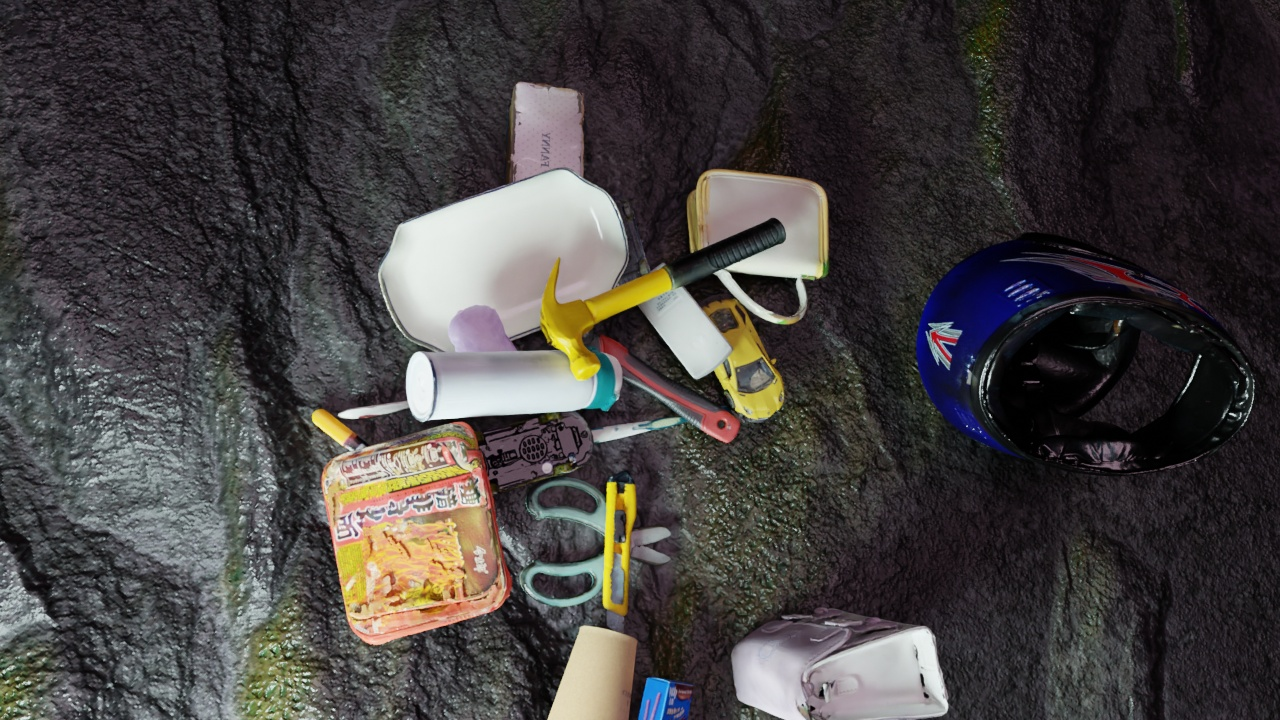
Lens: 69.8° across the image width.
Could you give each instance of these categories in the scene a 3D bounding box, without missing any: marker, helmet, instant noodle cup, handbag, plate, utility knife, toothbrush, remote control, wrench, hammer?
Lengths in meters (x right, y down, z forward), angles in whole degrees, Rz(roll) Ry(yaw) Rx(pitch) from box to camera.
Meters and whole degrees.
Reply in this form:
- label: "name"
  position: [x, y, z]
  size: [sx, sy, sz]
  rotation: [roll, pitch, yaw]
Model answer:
- label: "marker"
  position: [-0.290, 0.093, 0.954]
  size: [0.124, 0.015, 0.018]
  rotation: [39, 73, -4]
- label: "helmet"
  position: [0.469, -0.012, 1.027]
  size: [0.315, 0.240, 0.248]
  rotation: [11, 112, -3]
- label: "instant noodle cup"
  position: [-0.213, 0.168, 0.901]
  size: [0.164, 0.079, 0.188]
  rotation: [-15, 79, 6]
- label: "handbag"
  position: [0.186, 0.303, 0.912]
  size: [0.144, 0.197, 0.098]
  rotation: [-12, 81, -15]
- label: "plate"
  position: [-0.145, -0.106, 0.989]
  size: [0.265, 0.034, 0.162]
  rotation: [-22, 112, -8]
- label: "utility knife"
  position: [-0.022, 0.200, 0.967]
  size: [0.033, 0.015, 0.173]
  rotation: [4, 76, -10]
- label: "toothbrush"
  position: [0.018, 0.072, 1.028]
  size: [0.191, 0.018, 0.016]
  rotation: [-10, 79, -12]
- label: "remote control"
  position: [0.045, -0.044, 1.035]
  size: [0.056, 0.019, 0.135]
  rotation: [-40, 71, 6]
- label: "toothbrush"
  position: [-0.225, 0.048, 0.979]
  size: [0.187, 0.016, 0.017]
  rotation: [-8, 88, -15]
- label: "handbag"
  position: [0.137, -0.127, 1.076]
  size: [0.163, 0.063, 0.178]
  rotation: [4, 72, -12]
- label: "wrench"
  position: [-0.006, 0.006, 1.027]
  size: [0.273, 0.016, 0.056]
  rotation: [36, 75, 3]
- label: "hammer"
  position: [0.028, -0.089, 0.984]
  size: [0.300, 0.033, 0.128]
  rotation: [-25, 70, -21]

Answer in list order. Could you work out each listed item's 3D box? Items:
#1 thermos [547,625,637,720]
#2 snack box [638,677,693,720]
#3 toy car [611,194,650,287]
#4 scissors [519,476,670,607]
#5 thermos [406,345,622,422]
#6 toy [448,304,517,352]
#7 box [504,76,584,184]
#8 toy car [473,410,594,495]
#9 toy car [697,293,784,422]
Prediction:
- label: "thermos"
  position: [-0.047, 0.343, 0.910]
  size: [0.093, 0.093, 0.143]
  rotation: [19, 65, -8]
- label: "snack box"
  position: [0.014, 0.397, 0.909]
  size: [0.026, 0.084, 0.157]
  rotation: [6, 72, 23]
- label: "toy car"
  position: [-0.024, -0.132, 1.052]
  size: [0.054, 0.037, 0.120]
  rotation: [-18, 74, 8]
- label: "scissors"
  position: [-0.052, 0.179, 0.983]
  size: [0.177, 0.019, 0.169]
  rotation: [-14, 79, -14]
- label: "thermos"
  position: [-0.121, 0.020, 0.937]
  size: [0.223, 0.073, 0.073]
  rotation: [-2, 75, -36]
- label: "toy"
  position: [-0.158, -0.012, 0.974]
  size: [0.083, 0.039, 0.108]
  rotation: [-42, 108, -26]
- label: "box"
  position: [-0.111, -0.236, 1.052]
  size: [0.089, 0.062, 0.184]
  rotation: [6, 73, -13]
- label: "toy car"
  position: [-0.127, 0.100, 0.973]
  size: [0.158, 0.042, 0.070]
  rotation: [-14, 80, -11]
- label: "toy car"
  position: [0.113, -0.004, 1.046]
  size: [0.071, 0.041, 0.155]
  rotation: [-20, 73, -16]
